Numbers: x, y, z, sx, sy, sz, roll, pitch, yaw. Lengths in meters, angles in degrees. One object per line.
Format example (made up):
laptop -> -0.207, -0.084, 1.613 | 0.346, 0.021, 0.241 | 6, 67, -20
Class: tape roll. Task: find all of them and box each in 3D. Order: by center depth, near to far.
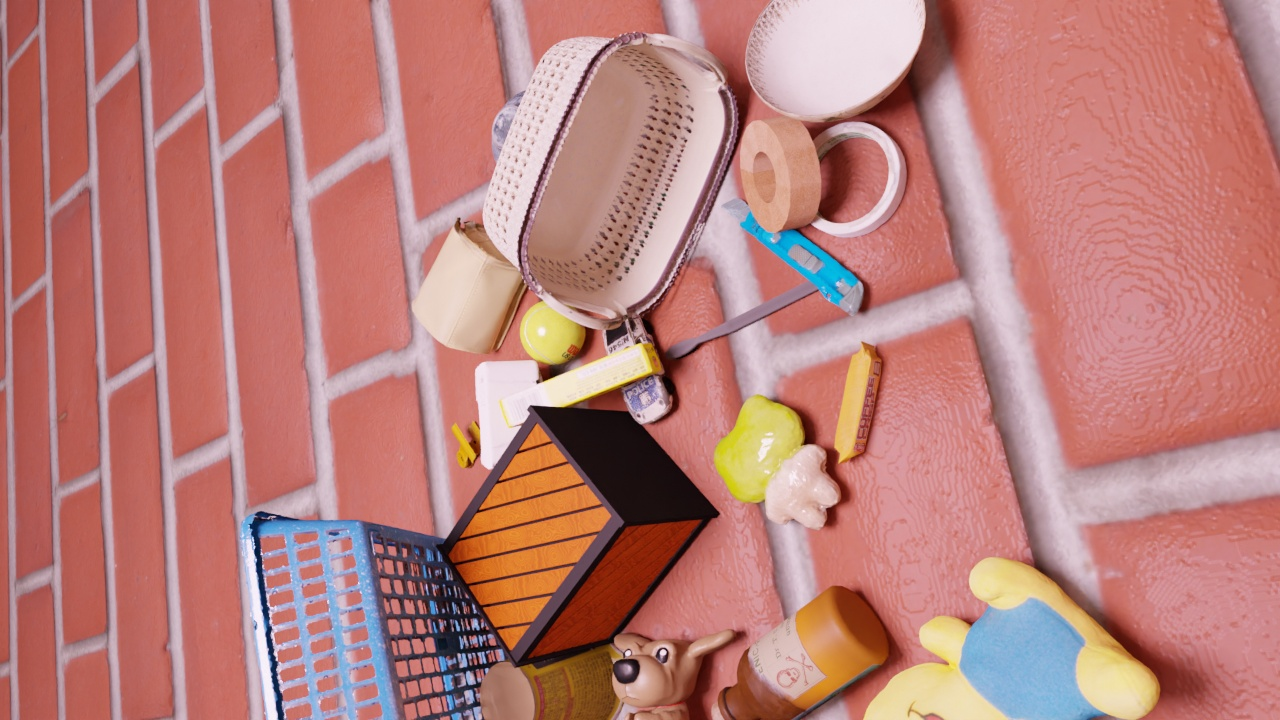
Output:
tape roll -> 0.173, -0.150, 0.762 | 0.094, 0.018, 0.093 | -5, 82, 37
tape roll -> 0.115, -0.155, 0.766 | 0.094, 0.027, 0.094 | 165, 90, -75

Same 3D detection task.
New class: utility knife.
utility knife -> 0.129, -0.096, 0.789 | 0.031, 0.015, 0.175 | -48, 54, 3

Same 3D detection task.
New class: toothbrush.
toothbrush -> 0.091, -0.036, 0.818 | 0.168, 0.013, 0.012 | -27, 69, 31

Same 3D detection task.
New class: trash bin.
trash bin -> -0.058, 0.154, 0.831 | 0.139, 0.139, 0.172 | 47, 113, 31

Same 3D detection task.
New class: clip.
clip -> -0.187, 0.097, 1.011 | 0.047, 0.046, 0.054 | -35, 61, -10

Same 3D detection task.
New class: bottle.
bottle -> 0.118, 0.249, 0.733 | 0.157, 0.067, 0.068 | -45, 61, 25

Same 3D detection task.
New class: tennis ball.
tennis ball -> -0.088, -0.028, 0.919 | 0.065, 0.065, 0.065 | -4, 83, 37

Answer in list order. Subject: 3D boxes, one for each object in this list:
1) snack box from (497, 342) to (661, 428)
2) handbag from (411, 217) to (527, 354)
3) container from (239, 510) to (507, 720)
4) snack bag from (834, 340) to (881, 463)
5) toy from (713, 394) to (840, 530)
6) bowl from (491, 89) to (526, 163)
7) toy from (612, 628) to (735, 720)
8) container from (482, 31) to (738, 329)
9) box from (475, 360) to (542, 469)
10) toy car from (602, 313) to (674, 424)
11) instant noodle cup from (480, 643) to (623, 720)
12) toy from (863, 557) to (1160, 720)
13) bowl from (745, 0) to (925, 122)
snack box -> -0.056, 0.023, 0.839 | 0.148, 0.040, 0.029 | -22, 86, 13
handbag -> -0.184, -0.084, 0.994 | 0.111, 0.081, 0.119 | 42, 112, 40
container -> -0.207, 0.267, 0.829 | 0.089, 0.362, 0.257 | -17, 73, 4
snack bag -> 0.175, 0.035, 0.738 | 0.020, 0.026, 0.099 | 13, 92, 38
toy -> 0.117, 0.090, 0.767 | 0.118, 0.043, 0.092 | 40, 107, 30
bowl -> -0.119, -0.237, 0.967 | 0.115, 0.060, 0.114 | -4, 84, 36
toy -> 0.018, 0.289, 0.793 | 0.134, 0.105, 0.108 | -16, 65, 39
container -> -0.033, -0.169, 0.828 | 0.143, 0.184, 0.252 | 35, 105, 47
box -> -0.114, 0.052, 0.927 | 0.102, 0.095, 0.107 | 162, 102, -72
toy car -> -0.005, 0.005, 0.869 | 0.049, 0.040, 0.112 | -33, 67, 31
instant noodle cup -> -0.087, 0.307, 0.855 | 0.101, 0.112, 0.100 | -4, 84, 37
toy -> 0.240, 0.247, 0.631 | 0.214, 0.084, 0.149 | -60, 37, 17
bowl -> 0.162, -0.243, 0.740 | 0.145, 0.063, 0.145 | -10, 65, 23
